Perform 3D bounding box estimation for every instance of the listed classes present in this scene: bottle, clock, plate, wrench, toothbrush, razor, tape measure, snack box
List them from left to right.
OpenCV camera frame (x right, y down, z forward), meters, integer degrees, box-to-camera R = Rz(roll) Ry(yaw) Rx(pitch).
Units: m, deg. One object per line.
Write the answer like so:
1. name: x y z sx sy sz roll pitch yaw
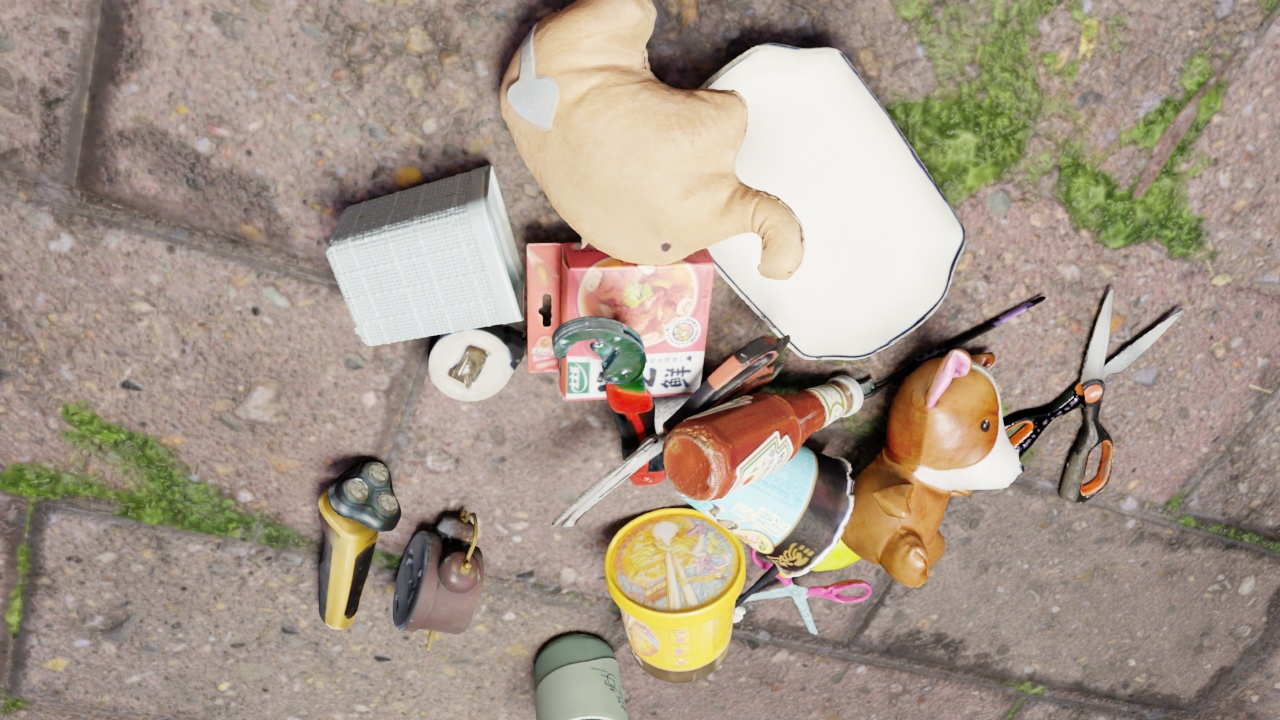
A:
1. razor: -0.238 0.159 0.759 0.067 0.062 0.168 26 121 10
2. clock: -0.164 0.178 0.766 0.055 0.082 0.122 19 115 -24
3. tape measure: -0.128 -0.003 0.698 0.065 0.033 0.066 26 111 -20
4. snack box: -0.017 -0.028 0.663 0.127 0.044 0.113 -3 125 -9
5. wrench: -0.009 0.041 0.681 0.056 0.016 0.274 -11 150 5
6. toothbrush: 0.120 0.195 0.830 0.018 0.015 0.182 21 134 -11
7. bottle: 0.103 0.051 0.705 0.205 0.060 0.060 -17 129 -43
8. plate: 0.127 -0.112 0.681 0.162 0.034 0.265 -40 118 14
9. toothbrush: 0.254 -0.011 0.774 0.189 0.014 0.017 -28 108 6

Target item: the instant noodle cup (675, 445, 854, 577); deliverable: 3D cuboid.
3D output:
1. instant noodle cup: 0.097 0.105 0.764 0.120 0.111 0.111 29 111 -15

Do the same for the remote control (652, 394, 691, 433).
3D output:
1. remote control: -0.004 0.004 0.729 0.049 0.024 0.125 -33 120 8

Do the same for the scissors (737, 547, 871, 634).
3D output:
1. scissors: 0.149 0.212 0.855 0.135 0.017 0.133 -12 122 24

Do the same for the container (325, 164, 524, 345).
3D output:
1. container: -0.144 -0.070 0.628 0.111 0.089 0.090 -12 120 1

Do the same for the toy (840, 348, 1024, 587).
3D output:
1. toy: 0.243 0.084 0.754 0.130 0.140 0.199 19 98 21

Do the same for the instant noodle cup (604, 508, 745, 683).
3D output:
1. instant noodle cup: 0.033 0.210 0.804 0.118 0.118 0.115 -10 128 -5

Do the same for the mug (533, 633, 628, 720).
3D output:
1. mug: -0.048 0.324 0.853 0.082 0.106 0.112 -37 118 10

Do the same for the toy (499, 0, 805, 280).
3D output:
1. toy: 0.006 -0.126 0.592 0.226 0.082 0.144 47 123 -2

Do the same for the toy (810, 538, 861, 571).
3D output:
1. toy: 0.187 0.157 0.846 0.096 0.031 0.100 15 111 -14

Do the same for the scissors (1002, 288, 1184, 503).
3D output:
1. scissors: 0.390 0.047 0.825 0.228 0.021 0.221 -23 121 4

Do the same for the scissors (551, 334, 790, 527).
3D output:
1. scissors: 0.026 0.058 0.702 0.198 0.015 0.205 -18 152 -45
